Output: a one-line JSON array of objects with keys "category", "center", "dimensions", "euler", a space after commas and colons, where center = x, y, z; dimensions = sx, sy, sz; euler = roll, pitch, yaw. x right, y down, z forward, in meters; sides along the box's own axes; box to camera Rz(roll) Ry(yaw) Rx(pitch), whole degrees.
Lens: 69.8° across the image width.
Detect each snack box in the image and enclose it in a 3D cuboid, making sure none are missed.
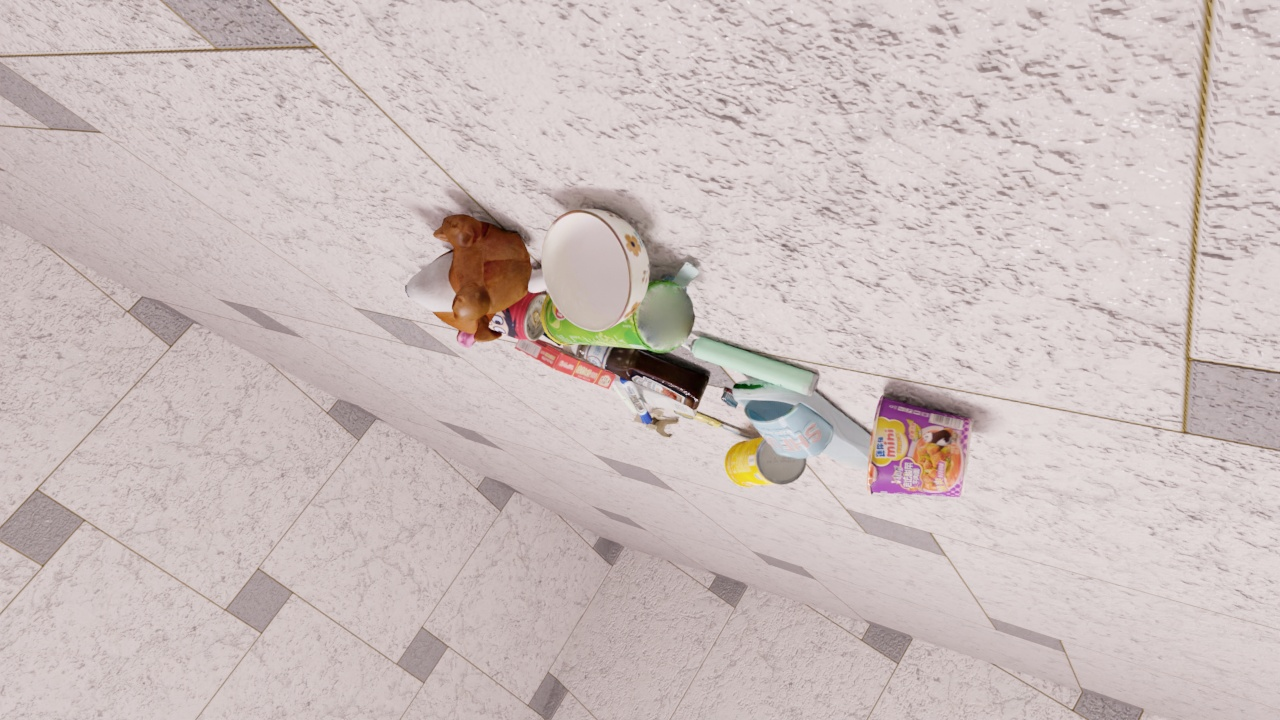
[{"category": "snack box", "center": [-0.101, 0.002, 1.264], "dimensions": [0.075, 0.025, 0.152], "euler": [28, -178, 29]}]

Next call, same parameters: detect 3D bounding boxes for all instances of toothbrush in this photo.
[{"category": "toothbrush", "center": [-0.069, -0.097, 0.986], "dimensions": [0.026, 0.026, 0.221], "euler": [-16, -174, -31]}, {"category": "toothbrush", "center": [0.094, -0.006, 1.055], "dimensions": [0.224, 0.026, 0.027], "euler": [19, -175, 14]}, {"category": "toothbrush", "center": [0.173, 0.087, 1.260], "dimensions": [0.187, 0.017, 0.016], "euler": [34, 160, -34]}, {"category": "toothbrush", "center": [-0.034, 0.047, 1.415], "dimensions": [0.020, 0.029, 0.189], "euler": [-23, 153, 8]}]

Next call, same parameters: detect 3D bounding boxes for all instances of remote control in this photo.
[{"category": "remote control", "center": [0.022, 0.051, 1.342], "dimensions": [0.125, 0.024, 0.049], "euler": [16, 161, 20]}]

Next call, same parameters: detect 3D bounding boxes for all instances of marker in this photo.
[{"category": "marker", "center": [-0.006, 0.056, 1.321], "dimensions": [0.017, 0.016, 0.146], "euler": [16, 158, 22]}]

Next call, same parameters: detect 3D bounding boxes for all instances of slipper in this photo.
[{"category": "slipper", "center": [0.202, 0.090, 1.134], "dimensions": [0.245, 0.074, 0.104], "euler": [31, 163, -31]}]

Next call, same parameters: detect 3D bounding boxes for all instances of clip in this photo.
[{"category": "clip", "center": [0.015, 0.095, 1.483], "dimensions": [0.080, 0.034, 0.105], "euler": [31, 170, -34]}]

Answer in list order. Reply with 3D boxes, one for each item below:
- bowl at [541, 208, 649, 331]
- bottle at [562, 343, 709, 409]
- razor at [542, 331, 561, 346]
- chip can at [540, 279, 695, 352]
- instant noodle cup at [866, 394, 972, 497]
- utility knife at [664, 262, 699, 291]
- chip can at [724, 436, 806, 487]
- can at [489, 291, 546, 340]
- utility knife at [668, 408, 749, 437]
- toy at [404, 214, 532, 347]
[{"category": "bowl", "center": [-0.032, -0.089, 0.863], "dimensions": [0.114, 0.113, 0.062], "euler": [9, -159, 41]}, {"category": "bottle", "center": [-0.007, 0.007, 1.207], "dimensions": [0.195, 0.044, 0.080], "euler": [22, 166, 5]}, {"category": "razor", "center": [-0.108, -0.049, 1.198], "dimensions": [0.042, 0.022, 0.143], "euler": [31, 165, -7]}, {"category": "chip can", "center": [-0.028, -0.048, 0.976], "dimensions": [0.072, 0.072, 0.222], "euler": [32, 167, -29]}, {"category": "instant noodle cup", "center": [0.300, 0.098, 0.981], "dimensions": [0.099, 0.111, 0.111], "euler": [8, 160, 19]}, {"category": "utility knife", "center": [0.027, -0.068, 0.967], "dimensions": [0.034, 0.018, 0.207], "euler": [25, 162, -6]}, {"category": "chip can", "center": [0.173, 0.143, 1.306], "dimensions": [0.072, 0.072, 0.213], "euler": [23, 170, -1]}, {"category": "can", "center": [-0.166, -0.065, 1.149], "dimensions": [0.094, 0.066, 0.066], "euler": [16, 163, 21]}, {"category": "utility knife", "center": [0.075, 0.079, 1.387], "dimensions": [0.195, 0.020, 0.031], "euler": [17, 169, 5]}, {"category": "toy", "center": [-0.199, -0.086, 1.038], "dimensions": [0.130, 0.140, 0.200], "euler": [-4, 176, -17]}]
